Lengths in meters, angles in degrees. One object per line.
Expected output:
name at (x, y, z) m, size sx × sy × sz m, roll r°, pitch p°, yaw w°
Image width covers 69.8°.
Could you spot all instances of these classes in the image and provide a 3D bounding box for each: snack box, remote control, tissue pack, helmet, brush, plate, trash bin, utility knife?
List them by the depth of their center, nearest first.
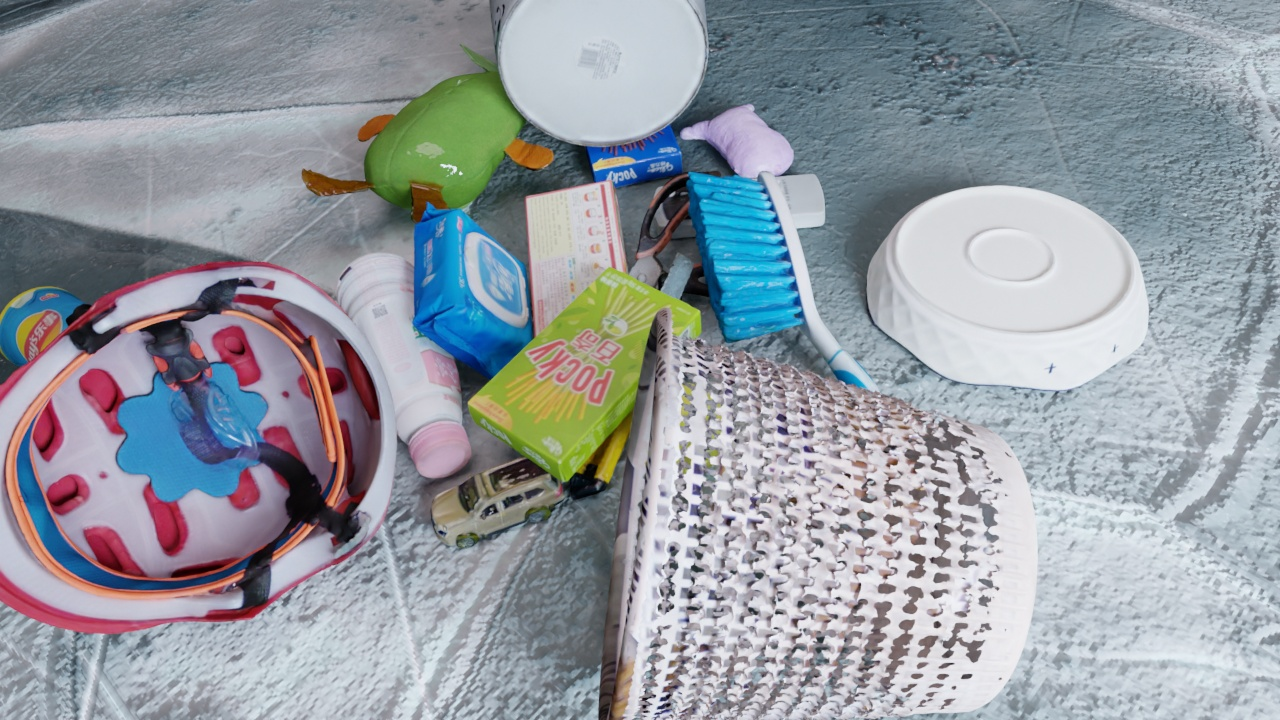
trash bin at (0.085, 0.096, 0.486) m, size 0.192 × 0.228 × 0.226 m, roll 8°, pitch 48°, yaw -2°
helmet at (-0.281, 0.052, 0.583) m, size 0.239 × 0.207 × 0.144 m, roll -26°, pitch 15°, yaw -18°
snack box at (-0.036, 0.005, 0.641) m, size 0.086 × 0.026 × 0.156 m, roll 29°, pitch 60°, yaw 26°
brush at (0.112, -0.026, 0.669) m, size 0.109 × 0.061 × 0.314 m, roll -8°, pitch 56°, yaw -4°
utility knife at (-0.004, 0.004, 0.671) m, size 0.033 × 0.015 × 0.218 m, roll 10°, pitch 60°, yaw 25°
plate at (0.280, -0.065, 0.703) m, size 0.205 × 0.046 × 0.204 m, roll -3°, pitch 47°, yaw 3°
tissue pack at (-0.128, -0.055, 0.710) m, size 0.052 × 0.095 × 0.157 m, roll -33°, pitch 44°, yaw 21°
snack box at (-0.050, -0.077, 0.740) m, size 0.077 × 0.027 × 0.155 m, roll -11°, pitch 56°, yaw 4°
remote control at (0.086, -0.137, 0.810) m, size 0.150 × 0.021 × 0.058 m, roll -4°, pitch 48°, yaw 3°
trash bin at (-0.041, -0.352, 0.860) m, size 0.229 × 0.230 × 0.251 m, roll -7°, pitch 52°, yaw 1°
snack box at (-0.017, -0.230, 0.904) m, size 0.084 × 0.026 × 0.157 m, roll -12°, pitch 47°, yaw -4°

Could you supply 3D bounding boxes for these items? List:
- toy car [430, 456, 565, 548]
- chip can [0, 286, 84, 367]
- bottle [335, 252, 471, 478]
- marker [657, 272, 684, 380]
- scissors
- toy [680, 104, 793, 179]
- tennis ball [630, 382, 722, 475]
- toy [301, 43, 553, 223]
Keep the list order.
toy car at (-0.098, 0.092, 0.617) m, size 0.090 × 0.035 × 0.042 m, roll -21°, pitch 48°, yaw -9°
chip can at (-0.402, 0.007, 0.709) m, size 0.210 × 0.071 × 0.071 m, roll 21°, pitch 54°, yaw 24°
bottle at (-0.176, 0.002, 0.690) m, size 0.068 × 0.068 × 0.196 m, roll -21°, pitch 52°, yaw -12°
marker at (0.025, -0.012, 0.693) m, size 0.022 × 0.018 × 0.130 m, roll -2°, pitch 57°, yaw 0°
scissors at (0.017, -0.079, 0.756) m, size 0.226 × 0.015 × 0.188 m, roll -8°, pitch 57°, yaw 0°
toy at (0.096, -0.203, 0.856) m, size 0.083 × 0.039 × 0.108 m, roll -24°, pitch 52°, yaw -15°
tennis ball at (0.026, 0.047, 0.620) m, size 0.065 × 0.066 × 0.065 m, roll -4°, pitch 47°, yaw 4°
toy at (-0.183, -0.201, 0.859) m, size 0.227 × 0.090 × 0.246 m, roll 17°, pitch 49°, yaw 20°
